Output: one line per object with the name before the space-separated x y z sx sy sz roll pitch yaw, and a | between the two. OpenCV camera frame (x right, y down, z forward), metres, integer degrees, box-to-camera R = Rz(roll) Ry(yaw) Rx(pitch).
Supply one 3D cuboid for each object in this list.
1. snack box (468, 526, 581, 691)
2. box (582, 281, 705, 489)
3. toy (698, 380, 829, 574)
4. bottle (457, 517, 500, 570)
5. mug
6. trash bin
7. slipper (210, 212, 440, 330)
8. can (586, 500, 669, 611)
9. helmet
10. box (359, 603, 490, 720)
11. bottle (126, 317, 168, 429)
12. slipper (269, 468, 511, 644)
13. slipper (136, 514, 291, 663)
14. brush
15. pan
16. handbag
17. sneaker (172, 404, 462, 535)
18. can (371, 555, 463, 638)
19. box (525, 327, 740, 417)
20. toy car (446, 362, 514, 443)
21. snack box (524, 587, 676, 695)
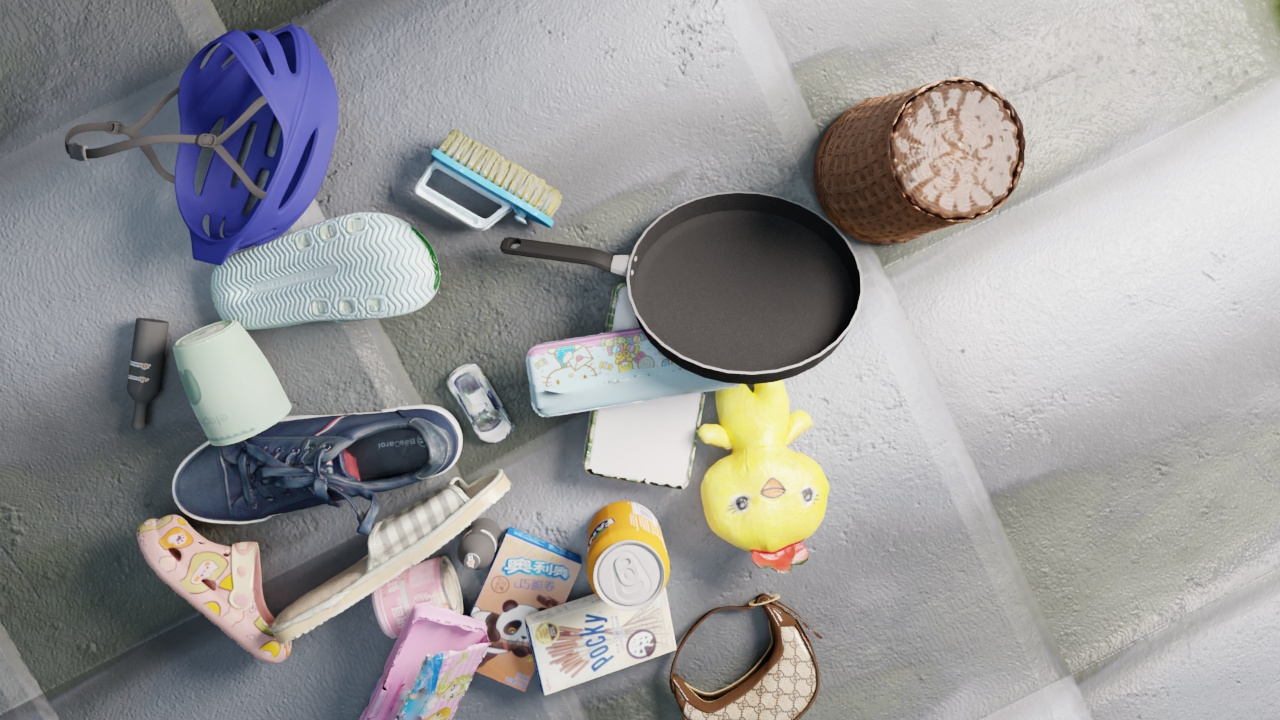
snack box | -0.131 0.263 0.972 0.087 0.034 0.151 24 94 -6
box | 0.011 0.026 0.952 0.117 0.050 0.205 8 95 -6
toy | 0.123 0.111 0.947 0.133 0.092 0.207 -4 86 -12
bottle | -0.164 0.188 0.926 0.036 0.110 0.036 0 95 -3
mug | -0.417 0.019 0.911 0.111 0.083 0.104 -1 117 37
trash bin | 0.261 -0.190 0.863 0.151 0.210 0.151 0 94 -3
slipper | -0.313 -0.085 0.918 0.246 0.074 0.104 -8 95 14
can | -0.014 0.193 0.917 0.079 0.142 0.079 0 95 -3
helmet | -0.387 -0.211 0.829 0.148 0.227 0.241 13 91 27
box | -0.230 0.361 0.923 0.084 0.076 0.231 22 109 -18
bottle | -0.505 0.015 0.935 0.030 0.030 0.113 10 94 -4
slipper | -0.252 0.186 0.917 0.272 0.114 0.054 -35 94 -4
slipper | -0.418 0.221 0.937 0.197 0.093 0.081 47 71 -7
brush | -0.150 -0.166 0.923 0.136 0.055 0.075 29 88 -5
pan | 0.036 -0.084 0.902 0.356 0.034 0.224 8 57 8
handbag | 0.113 0.328 0.979 0.166 0.063 0.138 -39 86 1
sneaker | -0.329 0.112 0.907 0.294 0.127 0.120 -11 94 0
can | -0.230 0.245 0.949 0.076 0.067 0.067 -17 95 -2
box | -0.005 0.005 0.906 0.214 0.036 0.076 -9 95 -4
toy car | -0.167 0.046 0.955 0.038 0.027 0.090 -31 96 -2
snack box | -0.041 0.286 0.961 0.150 0.026 0.082 -15 104 -15
